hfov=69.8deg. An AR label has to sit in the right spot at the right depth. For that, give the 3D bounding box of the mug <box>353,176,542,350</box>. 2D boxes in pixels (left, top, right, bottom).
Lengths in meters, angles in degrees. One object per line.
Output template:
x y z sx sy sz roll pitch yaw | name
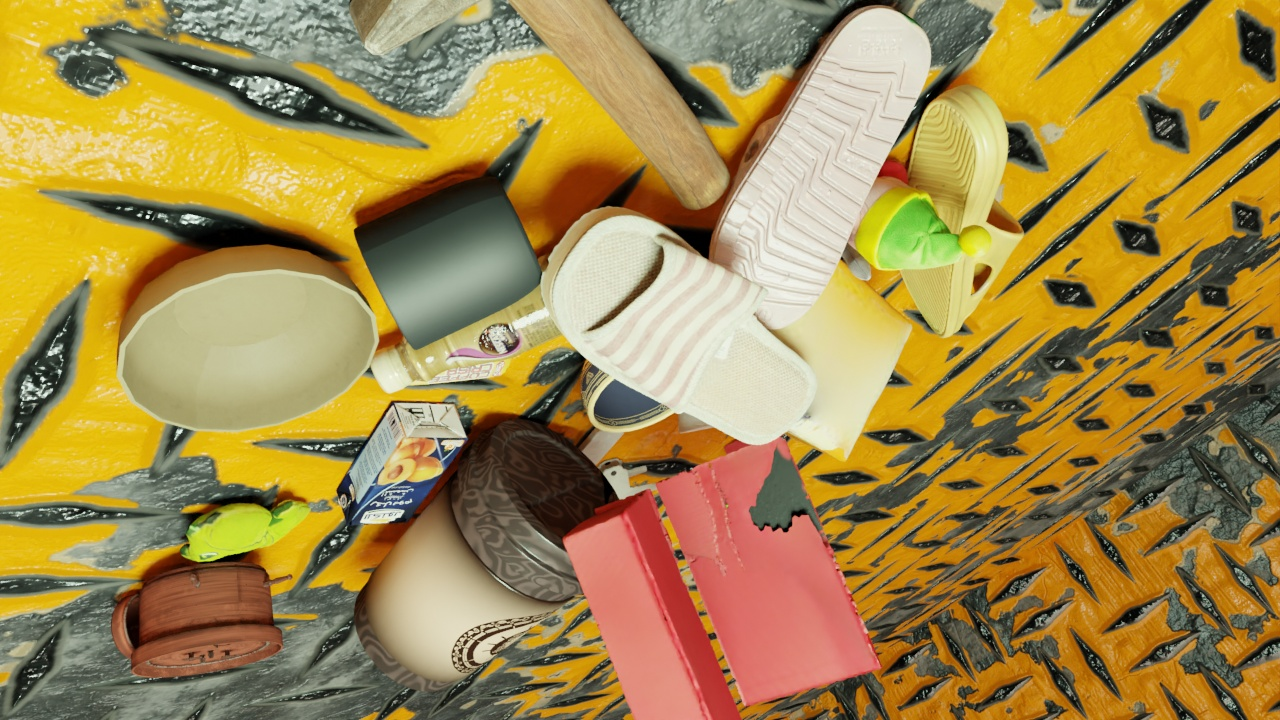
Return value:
-0.121 -0.063 0.604 0.094 0.085 0.122 -26 177 -7 | mug

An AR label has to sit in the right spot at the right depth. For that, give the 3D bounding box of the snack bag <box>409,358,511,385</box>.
-0.147 0.004 0.729 0.099 0.020 0.026 -5 143 -33 | snack bag

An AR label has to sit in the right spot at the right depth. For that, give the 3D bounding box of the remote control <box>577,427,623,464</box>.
-0.066 0.110 0.956 0.033 0.012 0.131 8 134 -42 | remote control

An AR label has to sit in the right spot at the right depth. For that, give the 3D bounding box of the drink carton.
-0.207 0.091 0.791 0.064 0.040 0.130 5 136 -41 | drink carton

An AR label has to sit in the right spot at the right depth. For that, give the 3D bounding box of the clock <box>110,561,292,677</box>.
-0.386 0.229 0.802 0.158 0.072 0.120 -29 153 32 | clock

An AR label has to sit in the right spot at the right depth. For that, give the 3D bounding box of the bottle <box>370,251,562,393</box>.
-0.117 -0.024 0.674 0.166 0.059 0.060 -25 149 -4 | bottle

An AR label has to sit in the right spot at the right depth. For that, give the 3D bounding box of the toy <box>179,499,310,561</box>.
-0.332 0.142 0.773 0.094 0.036 0.093 -33 158 13 | toy

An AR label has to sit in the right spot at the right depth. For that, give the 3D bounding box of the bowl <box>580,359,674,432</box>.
-0.005 0.005 0.802 0.112 0.061 0.113 -20 148 -13 | bowl

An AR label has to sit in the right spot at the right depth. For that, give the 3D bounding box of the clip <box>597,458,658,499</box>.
-0.030 0.137 1.004 0.102 0.056 0.056 -18 172 -18 | clip

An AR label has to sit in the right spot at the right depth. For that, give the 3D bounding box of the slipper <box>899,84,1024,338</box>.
0.282 -0.129 0.800 0.078 0.099 0.264 -25 145 -9 | slipper

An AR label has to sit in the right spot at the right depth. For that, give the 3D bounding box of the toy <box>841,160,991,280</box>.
0.203 -0.110 0.728 0.124 0.131 0.097 -2 145 -36 | toy

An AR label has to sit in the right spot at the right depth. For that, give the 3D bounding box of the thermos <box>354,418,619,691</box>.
-0.144 0.187 0.844 0.227 0.172 0.172 -44 146 20 | thermos

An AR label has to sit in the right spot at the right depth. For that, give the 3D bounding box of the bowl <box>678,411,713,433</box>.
0.089 0.036 0.910 0.114 0.050 0.115 -12 174 -2 | bowl

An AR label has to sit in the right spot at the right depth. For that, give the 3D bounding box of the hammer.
-0.021 -0.171 0.555 0.158 0.037 0.300 -36 148 13 | hammer

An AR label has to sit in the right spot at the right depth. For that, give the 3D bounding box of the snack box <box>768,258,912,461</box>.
0.142 -0.010 0.787 0.195 0.081 0.145 30 86 -42 | snack box

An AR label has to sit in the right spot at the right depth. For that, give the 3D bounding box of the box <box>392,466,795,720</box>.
-0.076 0.248 0.744 0.352 0.217 0.197 -22 175 10 | box

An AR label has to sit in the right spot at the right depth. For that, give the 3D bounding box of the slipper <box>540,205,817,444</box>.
0.044 -0.011 0.636 0.115 0.052 0.263 -48 130 9 | slipper

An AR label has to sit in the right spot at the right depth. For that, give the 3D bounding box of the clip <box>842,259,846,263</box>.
0.140 -0.053 0.864 0.163 0.028 0.112 -25 150 -7 | clip

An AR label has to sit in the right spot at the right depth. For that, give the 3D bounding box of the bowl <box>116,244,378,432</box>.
-0.249 -0.021 0.583 0.152 0.050 0.153 -20 148 -13 | bowl

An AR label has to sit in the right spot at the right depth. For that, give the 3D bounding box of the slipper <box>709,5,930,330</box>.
0.121 -0.139 0.668 0.094 0.064 0.240 23 110 -12 | slipper
